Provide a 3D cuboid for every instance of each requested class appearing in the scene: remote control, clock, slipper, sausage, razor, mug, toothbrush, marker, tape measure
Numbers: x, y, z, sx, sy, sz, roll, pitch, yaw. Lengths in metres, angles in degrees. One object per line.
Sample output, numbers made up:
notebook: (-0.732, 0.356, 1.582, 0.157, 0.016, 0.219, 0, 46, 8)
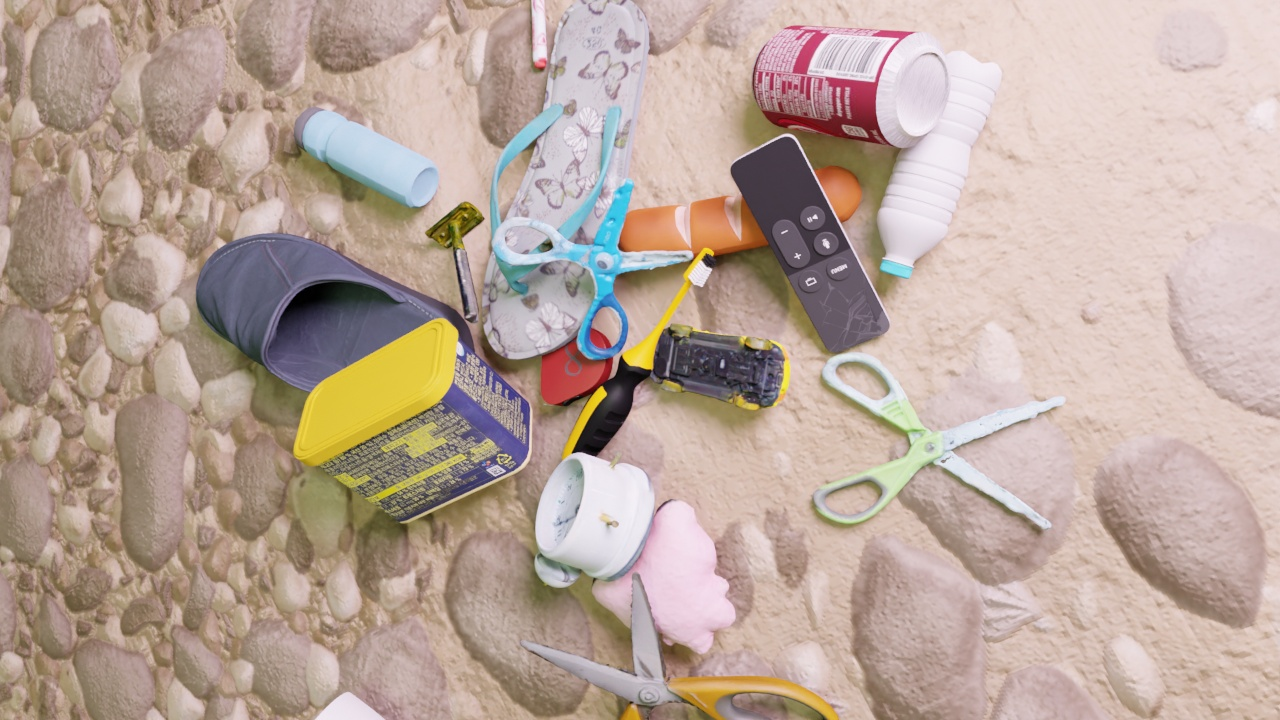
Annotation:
remote control: (0.109, -0.071, 0.583, 0.045, 0.008, 0.147, -24, 110, 24)
clock: (-0.040, 0.114, 0.644, 0.118, 0.057, 0.083, -41, 37, 42)
slipper: (-0.261, -0.033, 0.716, 0.266, 0.083, 0.109, 19, 102, 20)
sausage: (0.064, -0.094, 0.612, 0.164, 0.044, 0.039, -10, 61, 19)
razor: (-0.130, -0.068, 0.672, 0.042, 0.026, 0.105, -33, 50, 18)
mug: (-0.227, 0.333, 0.735, 0.087, 0.080, 0.114, 33, 134, 9)
toothbrush: (-0.004, 0.004, 0.640, 0.197, 0.031, 0.031, -57, 41, 24)
marker: (-0.075, -0.286, 0.670, 0.013, 0.012, 0.142, -1, 93, 20)
tape measure: (-0.046, 0.004, 0.671, 0.051, 0.019, 0.059, -1, 83, 21)
slipper: (-0.053, -0.127, 0.643, 0.098, 0.054, 0.269, 18, 95, 21)

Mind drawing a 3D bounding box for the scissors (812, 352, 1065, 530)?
scissors: (0.184, 0.051, 0.592, 0.172, 0.024, 0.165, -27, 78, 18)

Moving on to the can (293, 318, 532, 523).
can: (-0.159, 0.049, 0.663, 0.135, 0.104, 0.075, -26, 41, 20)

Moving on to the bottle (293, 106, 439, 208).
bottle: (-0.218, -0.161, 0.715, 0.130, 0.040, 0.040, 28, 102, 17)

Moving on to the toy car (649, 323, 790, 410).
toy car: (0.052, 0.003, 0.629, 0.107, 0.030, 0.049, 13, 98, 33)

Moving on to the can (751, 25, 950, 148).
can: (0.125, -0.168, 0.555, 0.114, 0.063, 0.063, 28, 104, 48)

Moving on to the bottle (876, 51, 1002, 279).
bottle: (0.180, -0.118, 0.568, 0.044, 0.044, 0.136, 20, 100, 18)

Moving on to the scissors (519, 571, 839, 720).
scissors: (0.026, 0.244, 0.636, 0.230, 0.016, 0.225, 1, 112, 7)

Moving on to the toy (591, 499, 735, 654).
toy: (0.023, 0.157, 0.638, 0.093, 0.050, 0.103, 40, 111, 10)

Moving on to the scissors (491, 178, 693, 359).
scissors: (-0.031, -0.057, 0.618, 0.134, 0.011, 0.140, -3, 118, 5)
